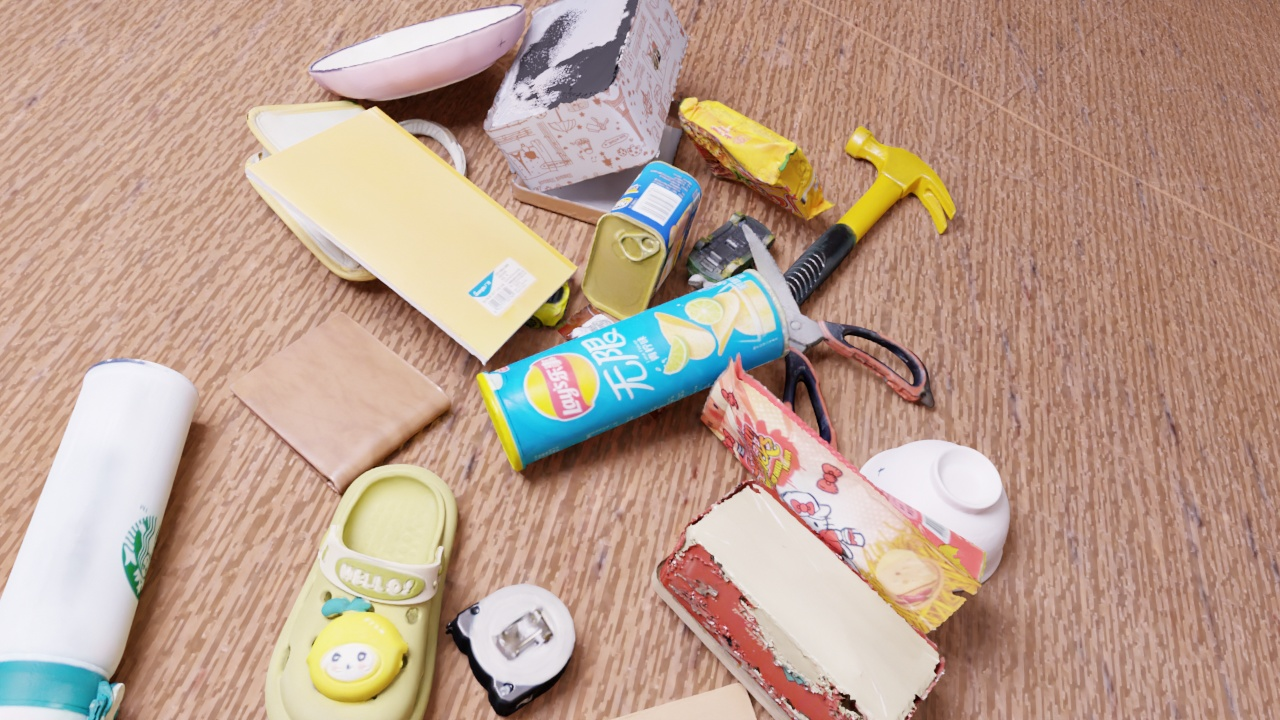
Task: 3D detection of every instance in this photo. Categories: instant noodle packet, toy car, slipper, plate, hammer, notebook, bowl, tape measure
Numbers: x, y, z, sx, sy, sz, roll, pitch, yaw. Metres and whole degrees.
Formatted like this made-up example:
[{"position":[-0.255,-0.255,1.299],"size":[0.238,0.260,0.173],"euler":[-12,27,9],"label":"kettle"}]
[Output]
[{"position":[0.101,-0.173,0.798],"size":[0.128,0.110,0.044],"euler":[36,94,33],"label":"instant noodle packet"},{"position":[0.076,-0.092,0.782],"size":[0.043,0.036,0.091],"euler":[40,56,17],"label":"toy car"},{"position":[-0.158,0.132,0.533],"size":[0.091,0.082,0.190],"euler":[9,50,-4],"label":"slipper"},{"position":[-0.188,-0.264,0.798],"size":[0.192,0.039,0.192],"euler":[-12,28,6],"label":"plate"},{"position":[0.182,-0.111,0.825],"size":[0.129,0.033,0.299],"euler":[36,54,15],"label":"hammer"},{"position":[-0.010,0.277,0.508],"size":[0.207,0.008,0.147],"euler":[-9,58,-20],"label":"notebook"},{"position":[-0.107,-0.058,0.715],"size":[0.105,0.032,0.048],"euler":[13,53,-3],"label":"toy car"},{"position":[0.220,0.099,0.661],"size":[0.118,0.065,0.118],"euler":[6,53,-9],"label":"bowl"},{"position":[-0.074,0.170,0.555],"size":[0.065,0.034,0.065],"euler":[-28,67,-29],"label":"tape measure"},{"position":[-0.157,-0.099,0.670],"size":[0.206,0.010,0.145],"euler":[38,39,-1],"label":"notebook"}]

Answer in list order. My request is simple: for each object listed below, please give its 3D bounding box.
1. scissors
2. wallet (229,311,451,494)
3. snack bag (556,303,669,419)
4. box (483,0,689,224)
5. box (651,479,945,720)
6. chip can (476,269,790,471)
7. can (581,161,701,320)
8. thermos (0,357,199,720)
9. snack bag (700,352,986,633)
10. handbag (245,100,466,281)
[{"position":[0.138,-0.012,0.724],"size":[0.188,0.015,0.225],"euler":[-7,72,-23],"label":"scissors"},{"position":[-0.207,0.025,0.638],"size":[0.115,0.020,0.101],"euler":[38,55,17],"label":"wallet"},{"position":[-0.014,-0.002,0.699],"size":[0.104,0.026,0.048],"euler":[38,48,15],"label":"snack bag"},{"position":[-0.031,-0.209,0.812],"size":[0.150,0.166,0.181],"euler":[-10,50,31],"label":"box"},{"position":[0.097,0.157,0.568],"size":[0.168,0.078,0.091],"euler":[43,44,19],"label":"box"},{"position":[-0.004,0.004,0.641],"size":[0.210,0.071,0.071],"euler":[-23,62,-12],"label":"chip can"},{"position":[0.002,-0.094,0.725],"size":[0.057,0.102,0.083],"euler":[27,50,6],"label":"can"},{"position":[-0.310,0.108,0.520],"size":[0.073,0.073,0.223],"euler":[5,54,-11],"label":"thermos"},{"position":[0.126,0.087,0.614],"size":[0.208,0.129,0.073],"euler":[41,74,13],"label":"snack bag"},{"position":[-0.207,-0.145,0.746],"size":[0.163,0.063,0.178],"euler":[44,41,18],"label":"handbag"}]
